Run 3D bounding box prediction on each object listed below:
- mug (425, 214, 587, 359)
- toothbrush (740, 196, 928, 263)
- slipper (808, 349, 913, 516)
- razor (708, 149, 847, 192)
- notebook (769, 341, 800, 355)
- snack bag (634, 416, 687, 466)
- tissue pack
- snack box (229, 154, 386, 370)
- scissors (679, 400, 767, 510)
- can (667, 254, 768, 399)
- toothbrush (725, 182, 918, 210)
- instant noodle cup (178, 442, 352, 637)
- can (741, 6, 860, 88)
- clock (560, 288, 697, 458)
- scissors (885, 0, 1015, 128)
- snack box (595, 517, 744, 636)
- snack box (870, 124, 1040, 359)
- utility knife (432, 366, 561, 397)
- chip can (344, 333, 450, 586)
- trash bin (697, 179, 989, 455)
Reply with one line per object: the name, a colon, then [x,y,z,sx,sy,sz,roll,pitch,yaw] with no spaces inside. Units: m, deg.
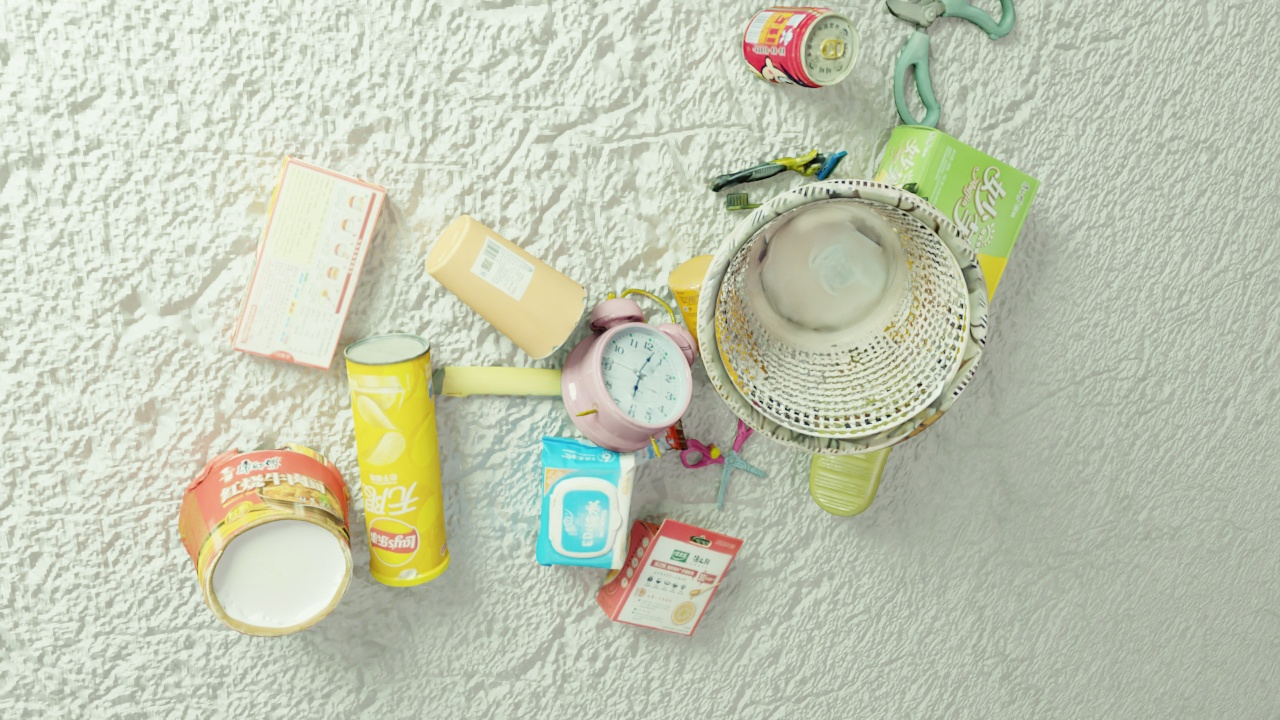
mug: [-0.115,-0.065,0.777,0.122,0.078,0.078,36,91,-30]
toothbrush: [0.187,-0.129,0.898,0.190,0.014,0.016,-18,104,11]
slipper: [0.244,0.080,1.029,0.081,0.092,0.190,8,99,-71]
razor: [0.129,-0.183,0.888,0.142,0.022,0.043,-14,160,-19]
notebook: [0.227,-0.097,0.980,0.208,0.012,0.150,-14,114,-22]
snack bag: [-0.003,0.090,0.926,0.104,0.026,0.048,-22,110,-18]
tissue pack: [-0.054,0.136,0.882,0.090,0.063,0.140,4,111,-5]
snack box: [-0.262,-0.074,0.722,0.077,0.027,0.156,15,102,-31]
scissors: [0.099,0.100,0.991,0.133,0.017,0.135,26,95,-38]
can: [0.078,-0.030,0.900,0.058,0.058,0.146,-34,122,-12]
toothbrush: [0.174,-0.160,0.882,0.186,0.012,0.017,-5,102,0]
instant noodle cup: [-0.298,0.151,0.746,0.137,0.108,0.138,-11,115,-24]
can: [0.141,-0.277,0.810,0.066,0.094,0.066,-10,114,-24]
clock: [-0.005,0.005,0.849,0.117,0.060,0.158,26,57,-22]
scissors: [0.316,-0.326,0.929,0.178,0.019,0.170,-22,118,-17]
snack box: [0.031,0.225,0.988,0.113,0.044,0.127,22,100,-32]
snack box: [0.304,-0.119,0.960,0.157,0.070,0.210,14,101,-28]
utility knife: [-0.093,0.023,0.855,0.213,0.022,0.031,4,109,-22]
chip can: [-0.208,0.087,0.791,0.072,0.072,0.214,-10,113,-24]
trash bin: [0.169,-0.057,0.810,0.227,0.191,0.228,2,109,7]
